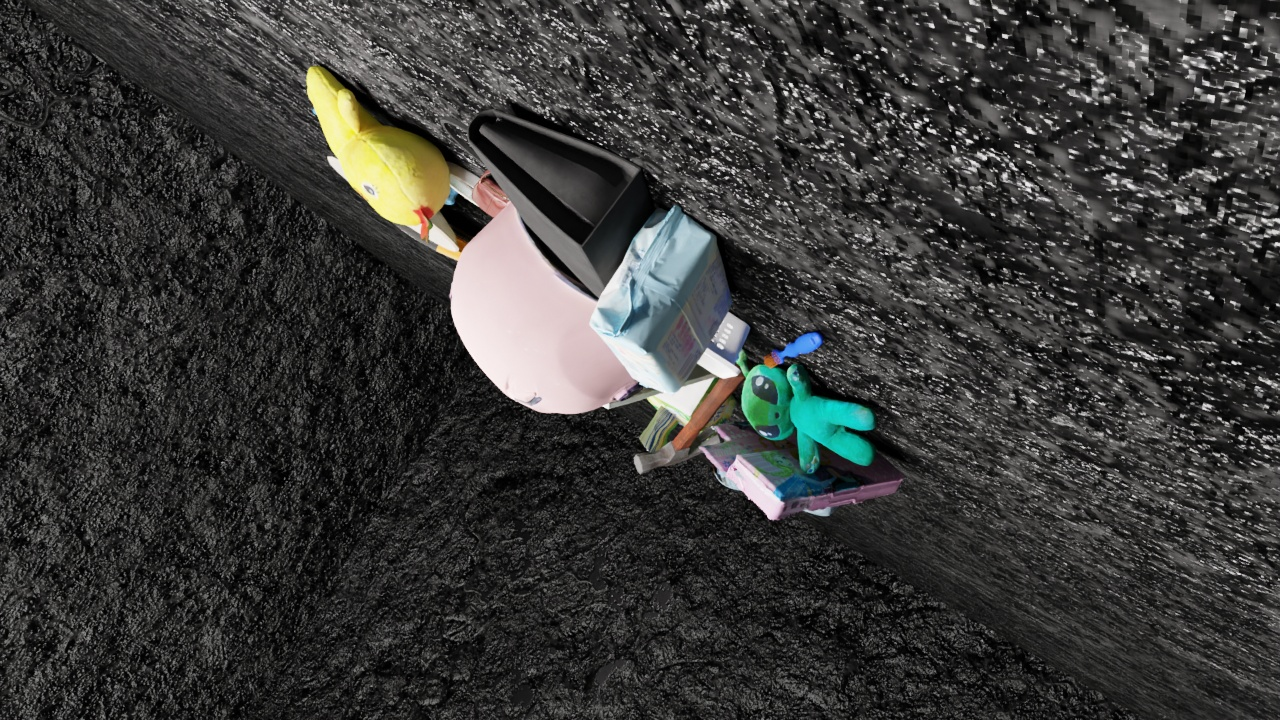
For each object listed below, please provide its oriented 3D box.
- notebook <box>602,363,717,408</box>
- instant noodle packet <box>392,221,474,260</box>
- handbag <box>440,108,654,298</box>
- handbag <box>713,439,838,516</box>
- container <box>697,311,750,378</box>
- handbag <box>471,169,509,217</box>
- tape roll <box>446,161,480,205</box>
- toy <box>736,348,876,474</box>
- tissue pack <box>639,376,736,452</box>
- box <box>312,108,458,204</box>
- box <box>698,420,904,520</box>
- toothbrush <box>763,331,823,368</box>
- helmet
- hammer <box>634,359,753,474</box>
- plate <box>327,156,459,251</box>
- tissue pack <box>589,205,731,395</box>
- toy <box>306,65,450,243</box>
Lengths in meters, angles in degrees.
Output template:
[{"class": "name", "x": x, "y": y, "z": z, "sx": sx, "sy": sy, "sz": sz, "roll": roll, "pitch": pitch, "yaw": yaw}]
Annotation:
[{"class": "notebook", "x": -0.007, "y": 0.006, "z": 1.112, "sx": 0.208, "sy": 0.012, "sz": 0.153, "roll": -15, "pitch": -153, "yaw": -39}, {"class": "instant noodle packet", "x": -0.281, "y": -0.177, "z": 1.344, "sx": 0.160, "sy": 0.032, "sz": 0.220, "roll": 26, "pitch": -174, "yaw": -8}, {"class": "handbag", "x": -0.086, "y": -0.142, "z": 0.754, "sx": 0.196, "sy": 0.072, "sz": 0.176, "roll": 35, "pitch": 174, "yaw": 14}, {"class": "handbag", "x": 0.199, "y": 0.133, "z": 1.248, "sx": 0.192, "sy": 0.119, "sz": 0.121, "roll": 14, "pitch": -157, "yaw": 40}, {"class": "container", "x": 0.050, "y": -0.038, "z": 0.922, "sx": 0.129, "sy": 0.049, "sz": 0.081, "roll": 33, "pitch": 173, "yaw": -4}, {"class": "handbag", "x": -0.146, "y": -0.177, "z": 0.940, "sx": 0.055, "sy": 0.029, "sz": 0.120, "roll": 35, "pitch": 168, "yaw": -6}, {"class": "tape roll", "x": -0.187, "y": -0.193, "z": 1.043, "sx": 0.093, "sy": 0.013, "sz": 0.093, "roll": 31, "pitch": 173, "yaw": 4}, {"class": "toy", "x": 0.170, "y": 0.051, "z": 0.968, "sx": 0.193, "sy": 0.072, "sz": 0.131, "roll": 22, "pitch": 129, "yaw": 44}, {"class": "tissue pack", "x": 0.050, "y": 0.074, "z": 1.327, "sx": 0.120, "sy": 0.141, "sz": 0.197, "roll": 29, "pitch": 173, "yaw": 27}, {"class": "box", "x": -0.328, "y": -0.257, "z": 1.150, "sx": 0.174, "sy": 0.033, "sz": 0.232, "roll": 36, "pitch": 173, "yaw": -27}, {"class": "box", "x": 0.177, "y": 0.108, "z": 1.049, "sx": 0.229, "sy": 0.035, "sz": 0.159, "roll": -2, "pitch": -148, "yaw": -42}, {"class": "toothbrush", "x": 0.140, "y": -0.009, "z": 0.851, "sx": 0.016, "sy": 0.018, "sz": 0.182, "roll": 60, "pitch": 174, "yaw": 3}, {"class": "helmet", "x": -0.097, "y": -0.036, "z": 0.945, "sx": 0.230, "sy": 0.152, "sz": 0.255, "roll": 49, "pitch": -179, "yaw": 10}, {"class": "hammer", "x": 0.080, "y": 0.072, "z": 1.181, "sx": 0.301, "sy": 0.111, "sz": 0.028, "roll": 119, "pitch": 133, "yaw": -60}, {"class": "plate", "x": -0.298, "y": -0.201, "z": 1.136, "sx": 0.189, "sy": 0.027, "sz": 0.189, "roll": 33, "pitch": 173, "yaw": 4}, {"class": "tissue pack", "x": 0.018, "y": -0.045, "z": 0.753, "sx": 0.070, "sy": 0.112, "sz": 0.182, "roll": 29, "pitch": 172, "yaw": 17}, {"class": "toy", "x": -0.279, "y": -0.221, "z": 0.975, "sx": 0.207, "sy": 0.092, "sz": 0.134, "roll": 43, "pitch": 166, "yaw": -8}]
